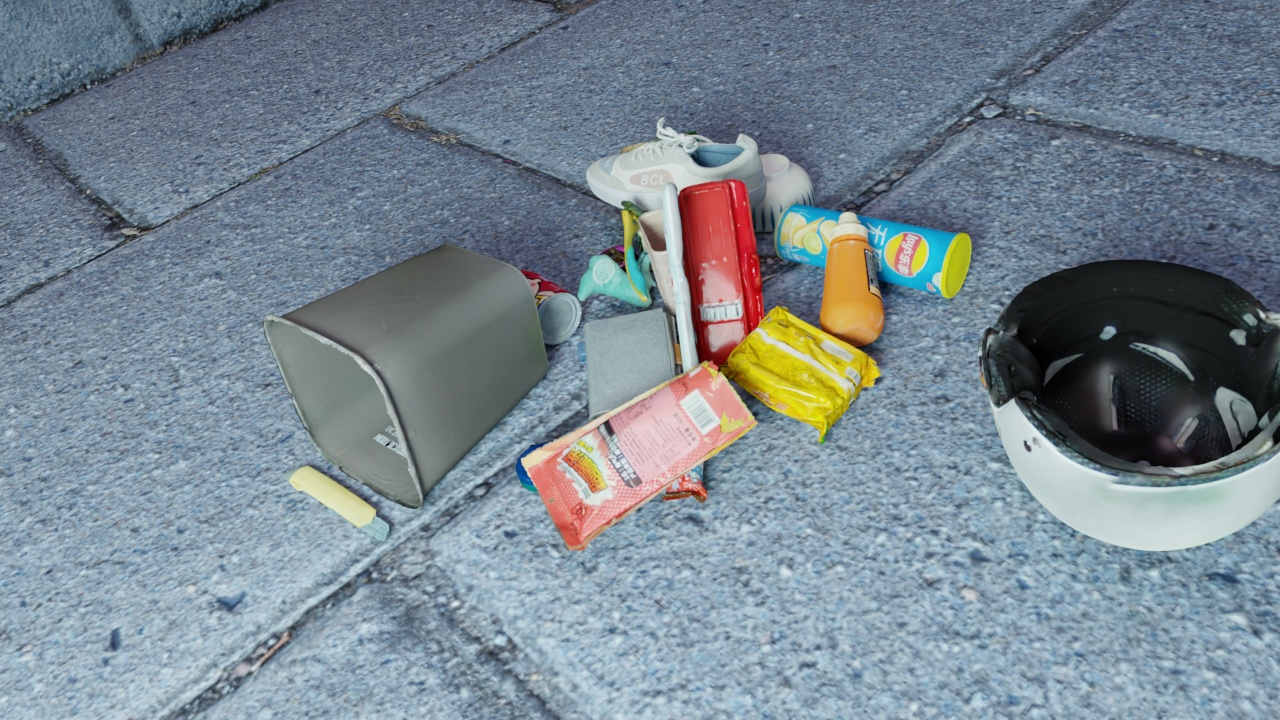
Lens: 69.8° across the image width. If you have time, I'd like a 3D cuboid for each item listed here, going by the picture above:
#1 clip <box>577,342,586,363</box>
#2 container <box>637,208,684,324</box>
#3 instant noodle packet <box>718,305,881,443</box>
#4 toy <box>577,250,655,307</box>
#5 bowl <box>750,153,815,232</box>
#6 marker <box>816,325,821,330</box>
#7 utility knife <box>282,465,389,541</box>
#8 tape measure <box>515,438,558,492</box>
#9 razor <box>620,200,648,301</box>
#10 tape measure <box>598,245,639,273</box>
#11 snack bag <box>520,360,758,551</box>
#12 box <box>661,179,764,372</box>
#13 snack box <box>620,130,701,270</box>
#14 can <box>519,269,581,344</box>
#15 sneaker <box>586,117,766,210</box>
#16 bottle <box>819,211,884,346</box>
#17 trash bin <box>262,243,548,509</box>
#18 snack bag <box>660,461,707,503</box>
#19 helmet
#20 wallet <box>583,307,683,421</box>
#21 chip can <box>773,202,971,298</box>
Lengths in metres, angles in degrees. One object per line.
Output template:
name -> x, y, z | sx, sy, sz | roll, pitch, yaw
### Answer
clip -> -0.044, -0.014, 1.044 | 0.058, 0.037, 0.025 | -9, 37, 6
container -> 0.058, -0.112, 1.054 | 0.090, 0.111, 0.089 | -17, 39, -3
instant noodle packet -> 0.159, 0.012, 0.908 | 0.128, 0.044, 0.110 | 34, 59, 19
toy -> -0.022, -0.098, 1.099 | 0.092, 0.030, 0.096 | 23, 68, -7
bowl -> 0.166, -0.224, 1.188 | 0.116, 0.066, 0.116 | -9, 40, 7
marker -> 0.185, -0.022, 0.985 | 0.123, 0.015, 0.018 | -34, 44, -26
utility knife -> -0.313, 0.143, 0.945 | 0.183, 0.019, 0.030 | 17, 53, 41
tape measure -> -0.096, 0.107, 0.914 | 0.054, 0.025, 0.058 | -12, 38, 6
razor -> -0.005, -0.126, 1.085 | 0.028, 0.043, 0.132 | -19, 62, 26
tape measure -> -0.028, -0.117, 1.144 | 0.057, 0.039, 0.058 | -37, 44, -24
snack bag -> -0.002, 0.081, 0.852 | 0.208, 0.073, 0.128 | -32, 43, -4
box -> 0.077, -0.084, 0.936 | 0.094, 0.201, 0.100 | -7, 5, 7
snack box -> 0.043, -0.219, 1.224 | 0.114, 0.063, 0.239 | -13, 39, 2
can -> -0.123, -0.066, 1.094 | 0.066, 0.067, 0.094 | -35, 43, -23
sneaker -> 0.035, -0.243, 1.133 | 0.243, 0.091, 0.089 | 8, 45, 25
bottle -> 0.223, -0.091, 0.976 | 0.067, 0.067, 0.149 | -3, 67, 15
trash bin -> -0.231, 0.002, 0.965 | 0.199, 0.199, 0.219 | 21, 44, 33
snack bag -> 0.045, 0.098, 0.877 | 0.045, 0.026, 0.105 | -10, 37, 14
helmet -> 0.392, 0.046, 0.726 | 0.230, 0.157, 0.273 | -4, 30, 17
wallet -> -0.006, 0.006, 0.991 | 0.106, 0.037, 0.129 | -11, 50, 6
chip can -> 0.259, -0.127, 1.040 | 0.210, 0.071, 0.071 | 18, 50, 35
